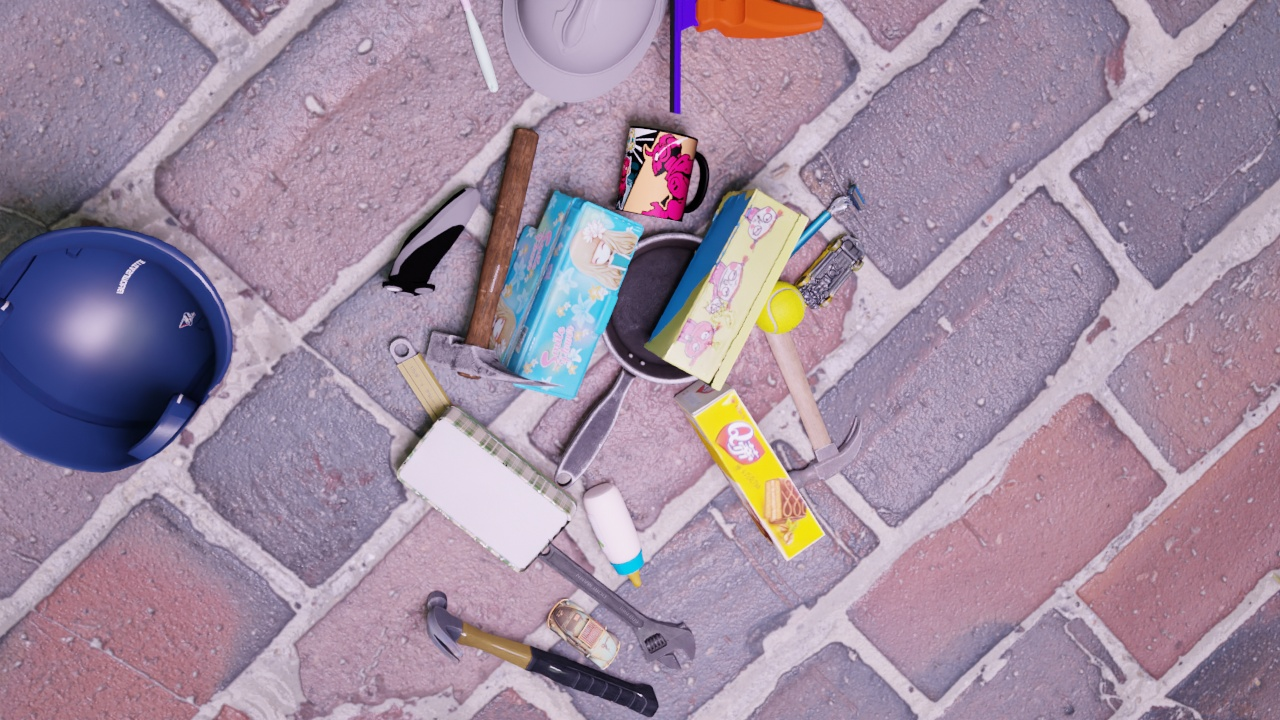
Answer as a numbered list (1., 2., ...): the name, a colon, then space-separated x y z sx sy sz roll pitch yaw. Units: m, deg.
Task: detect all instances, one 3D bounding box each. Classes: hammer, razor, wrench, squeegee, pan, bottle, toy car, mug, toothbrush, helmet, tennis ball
1. hammer: 0.192 0.005 1.190 0.119 0.030 0.331 -25 101 -3
2. razor: 0.219 -0.165 1.157 0.144 0.022 0.042 -41 140 6
3. wrench: -0.033 0.325 1.226 0.273 0.018 0.073 40 94 -12
4. squeegee: 0.123 -0.403 1.075 0.184 0.055 0.249 1 87 -8
5. pan: -0.007 0.007 1.142 0.187 0.055 0.357 33 96 -13
6. bottle: -0.029 0.231 1.188 0.051 0.051 0.146 -22 104 -3
7. toy car: -0.070 0.361 1.206 0.112 0.047 0.047 42 68 -14
8. wrench: -0.228 0.087 1.147 0.083 0.018 0.273 -30 104 -1
9. mug: 0.033 -0.219 1.095 0.117 0.082 0.098 3 103 -37
10. toothbrush: -0.192 -0.386 1.055 0.022 0.015 0.155 -10 106 25
11. hammer: -0.140 -0.120 1.048 0.037 0.218 0.300 15 87 -46
12. hammer: -0.123 0.394 1.188 0.333 0.118 0.025 27 99 -18
13. helmet: -0.550 -0.039 0.966 0.232 0.222 0.273 36 125 -27
14. razor: -0.242 -0.141 1.082 0.060 0.057 0.156 29 88 16
15. tennis ball: 0.168 -0.065 1.126 0.065 0.065 0.065 -2 102 -8
16. helmet: -0.050 -0.425 1.013 0.183 0.117 0.271 22 96 -12
17. toy car: 0.241 -0.112 1.164 0.049 0.030 0.107 41 96 -12

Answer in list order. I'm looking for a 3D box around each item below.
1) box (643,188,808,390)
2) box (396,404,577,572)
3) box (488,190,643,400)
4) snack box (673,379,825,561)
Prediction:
1. box: 0.097 -0.087 1.066 0.081 0.124 0.221 29 90 -14
2. box: -0.186 0.157 1.123 0.205 0.049 0.118 38 109 -6
3. box: -0.103 -0.083 1.102 0.097 0.121 0.227 16 100 -39
4. snack box: 0.135 0.132 1.160 0.061 0.110 0.230 -34 104 -4
